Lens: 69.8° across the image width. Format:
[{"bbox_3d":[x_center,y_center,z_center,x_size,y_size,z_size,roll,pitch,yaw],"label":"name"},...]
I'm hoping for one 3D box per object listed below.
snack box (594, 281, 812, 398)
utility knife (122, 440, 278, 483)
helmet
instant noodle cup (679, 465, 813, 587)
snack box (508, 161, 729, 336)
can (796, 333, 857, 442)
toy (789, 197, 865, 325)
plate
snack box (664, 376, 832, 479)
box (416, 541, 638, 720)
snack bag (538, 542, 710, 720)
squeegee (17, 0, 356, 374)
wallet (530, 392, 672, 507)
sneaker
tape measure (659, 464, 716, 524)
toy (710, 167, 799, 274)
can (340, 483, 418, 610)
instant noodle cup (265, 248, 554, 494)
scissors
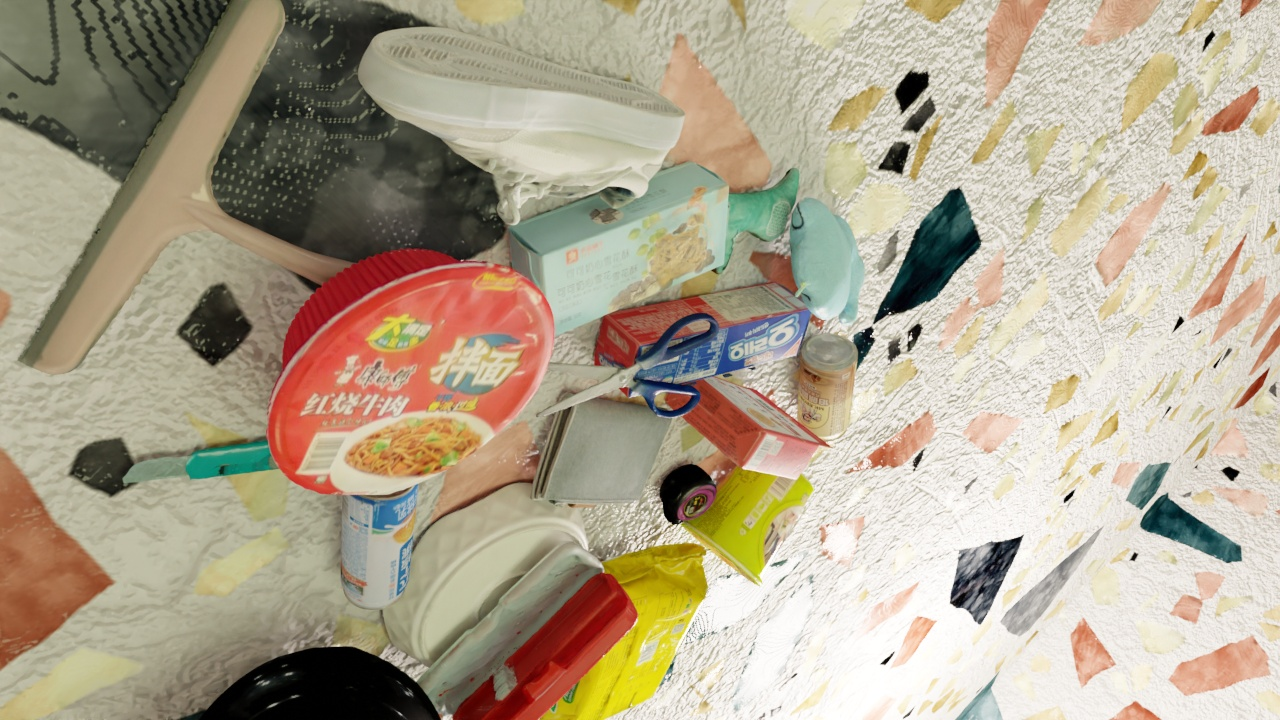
[{"bbox_3d":[0.061,-0.022,0.816,0.207,0.058,0.057,-13,130,-35],"label":"snack box"},{"bbox_3d":[-0.254,0.067,0.635,0.186,0.013,0.029,-5,125,-40],"label":"utility knife"},{"bbox_3d":[-0.259,0.367,0.712,0.233,0.230,0.275,18,115,-16],"label":"helmet"},{"bbox_3d":[0.122,0.163,0.998,0.123,0.112,0.112,-51,142,-10],"label":"instant noodle cup"},{"bbox_3d":[-0.013,-0.087,0.698,0.174,0.051,0.074,-25,137,-26],"label":"snack box"},{"bbox_3d":[0.200,0.030,0.988,0.058,0.058,0.116,-28,137,-23],"label":"can"},{"bbox_3d":[0.169,-0.086,0.832,0.161,0.050,0.155,67,31,-31],"label":"toy"},{"bbox_3d":[-0.131,0.206,0.840,0.204,0.045,0.205,-24,135,-27],"label":"plate"},{"bbox_3d":[0.104,0.063,0.883,0.127,0.113,0.044,18,107,-49],"label":"snack box"},{"bbox_3d":[-0.110,0.251,0.815,0.201,0.095,0.098,-44,112,-3],"label":"box"},{"bbox_3d":[-0.020,0.302,0.992,0.157,0.068,0.247,-7,131,-38],"label":"snack bag"},{"bbox_3d":[-0.191,-0.057,0.571,0.249,0.040,0.248,25,103,-51],"label":"squeegee"},{"bbox_3d":[-0.038,0.085,0.833,0.129,0.037,0.106,12,103,-48],"label":"wallet"},{"bbox_3d":[-0.074,-0.140,0.578,0.241,0.089,0.091,-4,129,-48],"label":"sneaker"},{"bbox_3d":[0.048,0.136,0.952,0.057,0.039,0.057,-27,137,-17],"label":"tape measure"},{"bbox_3d":[0.091,-0.120,0.787,0.091,0.030,0.097,-7,124,-34],"label":"toy"},{"bbox_3d":[-0.199,0.130,0.697,0.053,0.053,0.135,-15,137,-34],"label":"can"},{"bbox_3d":[-0.152,0.000,0.584,0.193,0.066,0.194,-29,148,-21],"label":"instant noodle cup"},{"bbox_3d":[-0.003,0.015,0.736,0.162,0.012,0.163,-39,137,-6],"label":"scissors"}]
